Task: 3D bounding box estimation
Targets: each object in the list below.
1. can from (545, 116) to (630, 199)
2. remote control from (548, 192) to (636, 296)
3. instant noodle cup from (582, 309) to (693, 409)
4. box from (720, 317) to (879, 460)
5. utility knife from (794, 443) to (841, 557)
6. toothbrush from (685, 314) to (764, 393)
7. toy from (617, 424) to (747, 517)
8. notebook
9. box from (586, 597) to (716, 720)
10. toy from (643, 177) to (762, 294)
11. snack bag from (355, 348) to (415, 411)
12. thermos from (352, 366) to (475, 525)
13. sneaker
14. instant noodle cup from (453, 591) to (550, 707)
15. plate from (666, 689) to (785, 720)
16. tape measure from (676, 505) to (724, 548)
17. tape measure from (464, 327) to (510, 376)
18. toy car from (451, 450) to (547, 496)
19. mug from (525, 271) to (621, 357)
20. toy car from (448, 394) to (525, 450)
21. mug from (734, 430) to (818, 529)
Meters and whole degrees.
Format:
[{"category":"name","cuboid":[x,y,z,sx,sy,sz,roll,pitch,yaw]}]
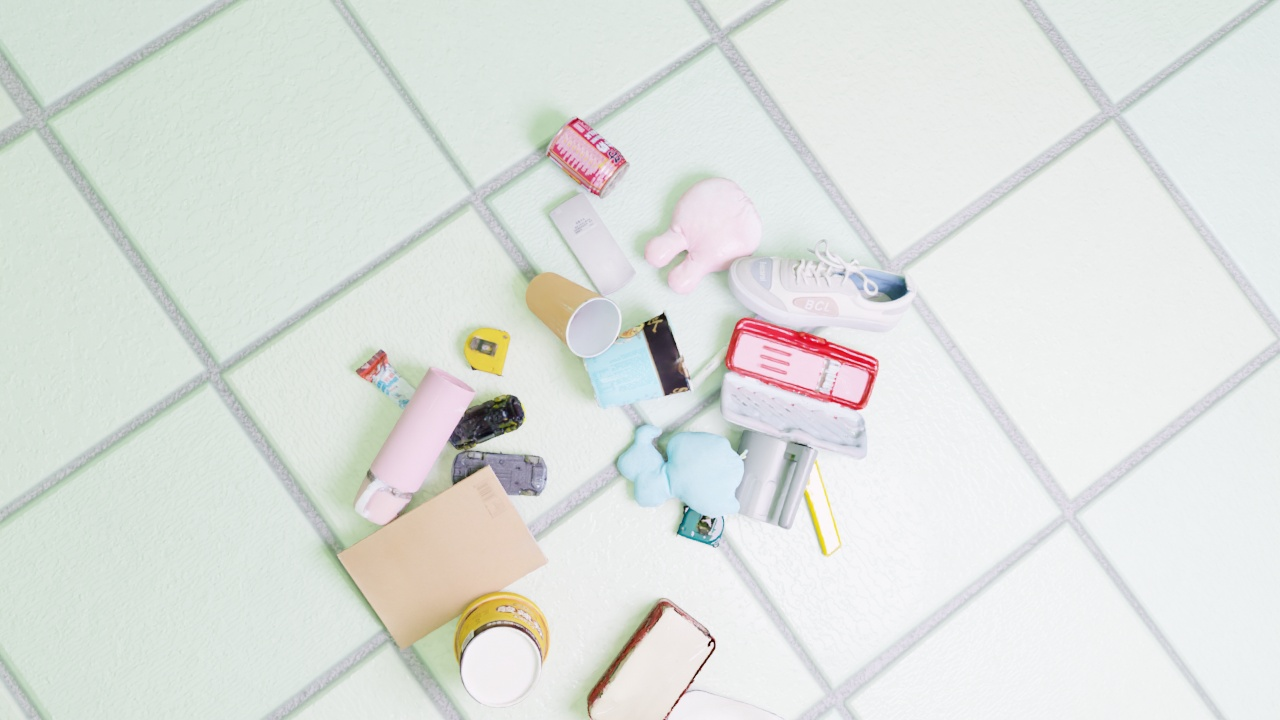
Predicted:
[{"category":"can","cuboid":[-0.067,-0.262,1.192,0.094,0.066,0.066,40,83,1]},{"category":"remote control","cuboid":[-0.063,-0.152,1.204,0.056,0.019,0.135,-34,87,-7]},{"category":"instant noodle cup","cuboid":[-0.007,0.007,1.155,0.120,0.111,0.111,-18,86,0]},{"category":"box","cuboid":[0.203,0.037,1.176,0.201,0.065,0.159,17,69,-8]},{"category":"utility knife","cuboid":[0.228,0.180,1.194,0.033,0.015,0.153,-16,86,1]},{"category":"toothbrush","cuboid":[0.125,-0.026,1.205,0.029,0.020,0.189,44,83,6]},{"category":"toy","cuboid":[0.057,0.136,1.148,0.156,0.049,0.161,-35,66,13]},{"category":"notebook","cuboid":[-0.241,0.243,1.133,0.211,0.012,0.149,-30,104,-7]},{"category":"box","cuboid":[0.012,0.384,1.126,0.091,0.077,0.168,38,82,0]},{"category":"toy","cuboid":[0.082,-0.163,1.199,0.159,0.054,0.121,-39,89,-5]},{"category":"snack bag","cuboid":[-0.309,0.036,1.164,0.048,0.026,0.104,-43,89,2]},{"category":"thermos","cuboid":[-0.283,0.106,1.120,0.067,0.087,0.198,32,90,11]},{"category":"sneaker","cuboid":[0.234,-0.096,1.166,0.242,0.091,0.089,10,58,-9]},{"category":"instant noodle cup","cuboid":[-0.166,0.347,1.092,0.118,0.114,0.118,0,90,-7]},{"category":"plate","cuboid":[0.098,0.501,1.141,0.163,0.034,0.164,20,83,-2]},{"category":"tape measure","cuboid":[0.080,0.208,1.175,0.058,0.025,0.054,18,84,-3]},{"category":"tape measure","cuboid":[-0.197,-0.014,1.176,0.057,0.029,0.060,13,83,-2]},{"category":"toy car","cuboid":[-0.178,0.142,1.158,0.120,0.037,0.054,5,88,-10]},{"category":"mug","cuboid":[-0.089,-0.064,1.140,0.078,0.123,0.078,-18,125,-29]},{"category":"toy car","cuboid":[-0.196,0.078,1.166,0.105,0.032,0.048,-22,85,5]},{"category":"mug","cuboid":[0.163,0.150,1.140,0.083,0.124,0.103,22,84,-26]}]
